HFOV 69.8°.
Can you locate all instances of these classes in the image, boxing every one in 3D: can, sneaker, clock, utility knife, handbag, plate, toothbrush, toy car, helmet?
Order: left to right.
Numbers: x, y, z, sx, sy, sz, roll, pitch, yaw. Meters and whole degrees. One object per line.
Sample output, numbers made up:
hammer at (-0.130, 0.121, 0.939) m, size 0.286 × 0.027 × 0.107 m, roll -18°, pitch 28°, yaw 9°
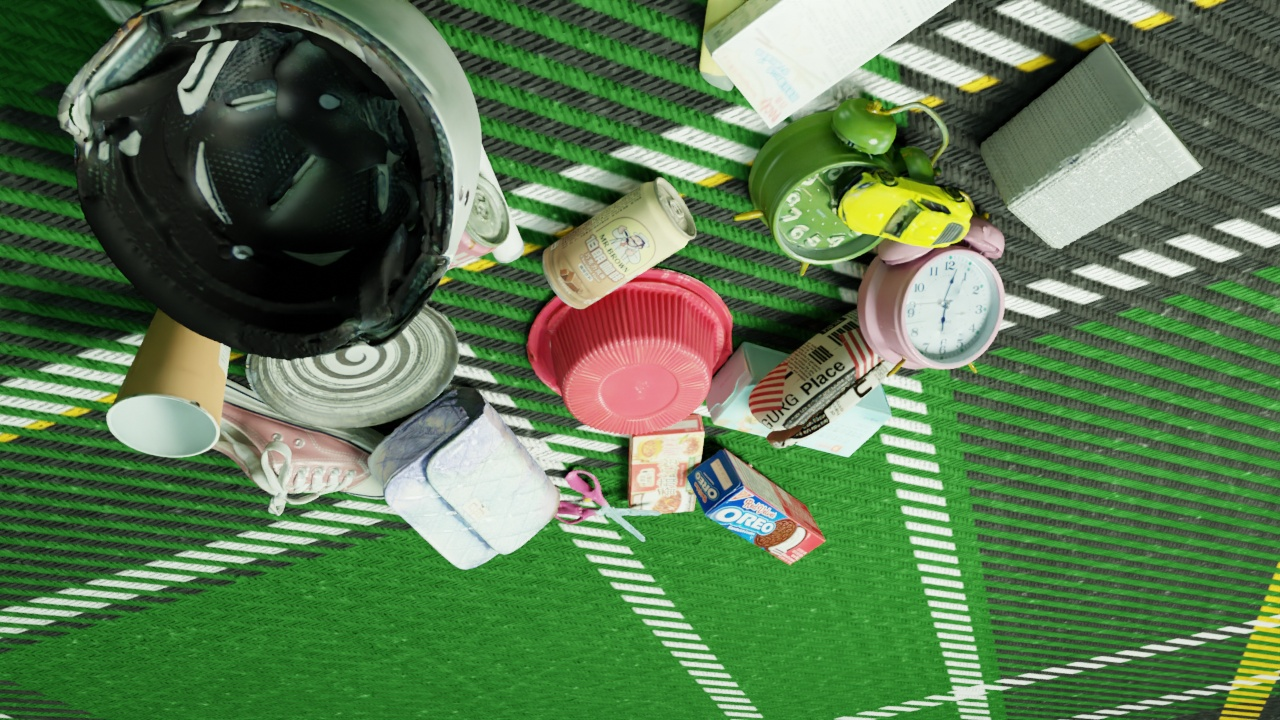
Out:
sneaker at (-0.332, 0.096, 0.869) m, size 0.241 × 0.087 × 0.118 m, roll 30°, pitch 127°, yaw -35°
helmet at (-0.208, -0.134, 0.575) m, size 0.230 × 0.156 × 0.275 m, roll 37°, pitch 135°, yaw -19°
plate at (-0.251, -0.003, 0.806) m, size 0.179 × 0.024 × 0.180 m, roll -14°, pitch 142°, yaw -11°
can at (-0.171, -0.088, 0.687) m, size 0.148 × 0.057 × 0.058 m, roll -17°, pitch 140°, yaw 30°
toothbrush at (-0.129, -0.157, 0.661) m, size 0.026 × 0.026 × 0.221 m, roll 5°, pitch 143°, yaw 19°
handbag at (-0.171, 0.126, 0.923) m, size 0.134 × 0.075 × 0.194 m, roll -38°, pitch 139°, yaw -7°
can at (-0.018, -0.092, 0.728) m, size 0.116 × 0.058 × 0.058 m, roll -30°, pitch 134°, yaw 23°
utility knife at (0.064, -0.265, 0.575) m, size 0.031 × 0.022 × 0.221 m, roll -2°, pitch 145°, yaw -9°
clock at (0.159, -0.138, 0.706) m, size 0.162 × 0.056 × 0.116 m, roll -36°, pitch 133°, yaw 28°
toy car at (0.196, -0.108, 0.680) m, size 0.105 × 0.032 × 0.048 m, roll 10°, pitch 136°, yaw -18°
clock at (0.249, -0.066, 0.775) m, size 0.117 × 0.060 × 0.158 m, roll -3°, pitch 101°, yaw -17°

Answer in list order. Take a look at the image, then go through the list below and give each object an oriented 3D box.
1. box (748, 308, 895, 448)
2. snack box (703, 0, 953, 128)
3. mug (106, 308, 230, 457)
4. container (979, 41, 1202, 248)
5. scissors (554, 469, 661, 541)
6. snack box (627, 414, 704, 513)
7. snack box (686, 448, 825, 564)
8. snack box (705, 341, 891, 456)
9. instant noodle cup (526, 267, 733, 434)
box at (0.170, 0.007, 0.829) m, size 0.163 × 0.075 × 0.083 m, roll -35°, pitch 101°, yaw -7°
snack box at (0.129, -0.230, 0.609) m, size 0.157 × 0.026 × 0.084 m, roll -32°, pitch 139°, yaw 21°
mug at (-0.367, 0.006, 0.735) m, size 0.078 × 0.122 × 0.078 m, roll -4°, pitch 139°, yaw -4°
container at (0.333, -0.156, 0.692) m, size 0.090 × 0.090 × 0.115 m, roll 27°, pitch 131°, yaw -33°
scissors at (-0.045, 0.169, 1.033) m, size 0.131 × 0.017 × 0.133 m, roll -28°, pitch 120°, yaw 34°
snack box at (0.025, 0.116, 0.997) m, size 0.075 × 0.025 × 0.153 m, roll -4°, pitch 139°, yaw -6°
snack box at (0.132, 0.167, 1.030) m, size 0.057 × 0.058 × 0.207 m, roll -38°, pitch 138°, yaw 14°
snack box at (0.157, 0.041, 0.913) m, size 0.174 × 0.051 × 0.074 m, roll 15°, pitch 133°, yaw -24°
instant noodle cup at (-0.005, 0.005, 0.837) m, size 0.194 × 0.065 × 0.194 m, roll -5°, pitch 138°, yaw -5°
